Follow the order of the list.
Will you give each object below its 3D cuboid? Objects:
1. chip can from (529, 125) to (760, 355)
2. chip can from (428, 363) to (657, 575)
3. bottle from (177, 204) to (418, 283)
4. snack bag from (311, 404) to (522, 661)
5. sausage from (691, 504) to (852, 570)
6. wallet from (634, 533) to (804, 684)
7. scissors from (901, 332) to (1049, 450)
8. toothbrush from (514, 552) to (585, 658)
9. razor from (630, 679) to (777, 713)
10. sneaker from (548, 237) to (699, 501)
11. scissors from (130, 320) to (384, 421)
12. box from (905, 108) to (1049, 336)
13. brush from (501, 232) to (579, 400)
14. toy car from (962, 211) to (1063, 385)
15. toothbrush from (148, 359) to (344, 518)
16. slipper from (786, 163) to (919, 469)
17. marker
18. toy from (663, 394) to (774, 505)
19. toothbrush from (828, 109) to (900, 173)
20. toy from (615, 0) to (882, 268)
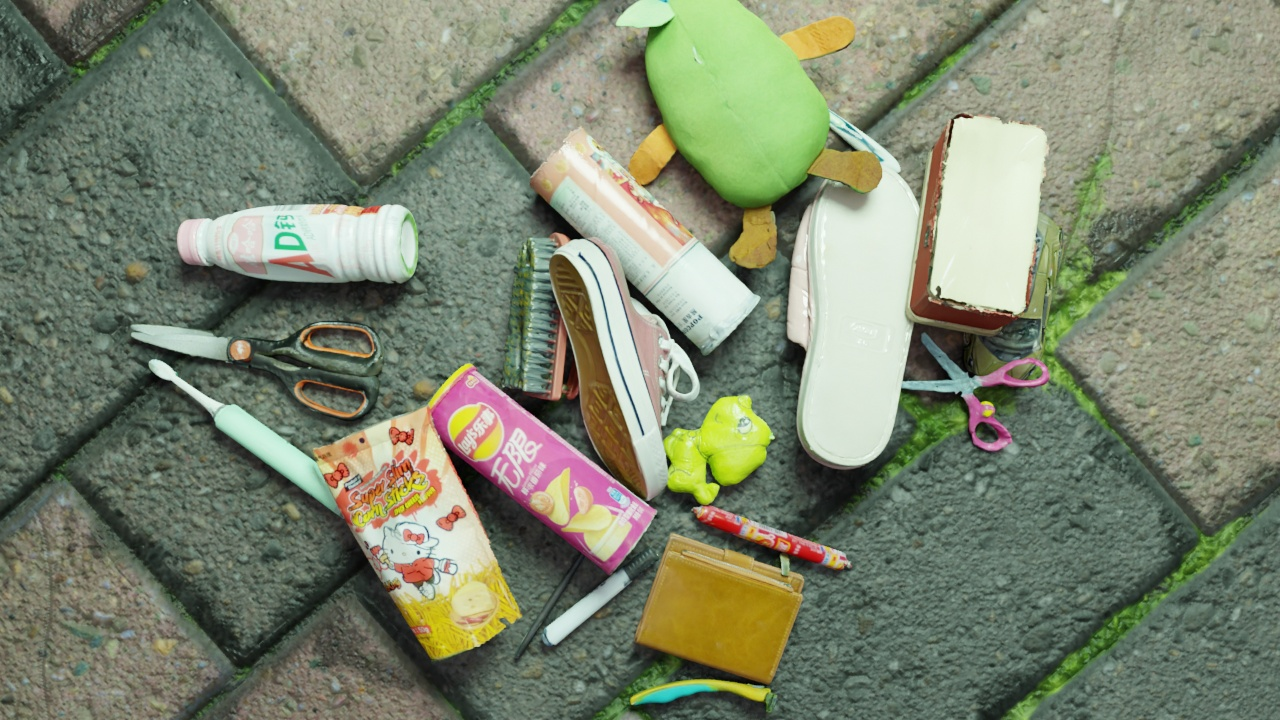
[{"bbox_3d":[0.003,-0.103,0.797,0.214,0.071,0.071,43,91,-1],"label":"chip can"},{"bbox_3d":[-0.088,0.094,0.794,0.210,0.071,0.071,38,91,3],"label":"chip can"},{"bbox_3d":[-0.298,-0.101,0.798,0.197,0.068,0.068,0,92,2],"label":"bottle"},{"bbox_3d":[-0.190,0.149,0.789,0.129,0.073,0.208,-21,101,21],"label":"snack bag"},{"bbox_3d":[0.119,0.161,0.833,0.156,0.020,0.020,19,92,-1],"label":"sausage"},{"bbox_3d":[0.074,0.219,0.827,0.130,0.035,0.119,19,92,-3],"label":"wallet"},{"bbox_3d":[0.299,0.020,0.817,0.126,0.017,0.133,-38,99,24],"label":"scissors"},{"bbox_3d":[-0.067,0.193,0.835,0.018,0.015,0.181,31,91,5],"label":"toothbrush"},{"bbox_3d":[0.057,0.305,0.833,0.132,0.043,0.028,-1,75,5],"label":"razor"},{"bbox_3d":[-0.005,0.005,0.781,0.087,0.118,0.241,-26,114,-27],"label":"sneaker"},{"bbox_3d":[-0.346,0.009,0.822,0.235,0.021,0.136,-10,93,-1],"label":"scissors"},{"bbox_3d":[0.281,-0.114,0.756,0.091,0.079,0.168,11,78,3],"label":"box"},{"bbox_3d":[-0.077,-0.039,0.808,0.069,0.063,0.146,6,90,-31],"label":"brush"},{"bbox_3d":[0.333,-0.055,0.819,0.070,0.042,0.158,7,95,0],"label":"toy car"},{"bbox_3d":[-0.347,0.068,0.822,0.224,0.027,0.026,36,87,-2],"label":"toothbrush"},{"bbox_3d":[0.186,-0.041,0.808,0.114,0.054,0.274,7,82,-5],"label":"slipper"},{"bbox_3d":[-0.037,0.215,0.834,0.131,0.022,0.018,-40,81,3],"label":"marker"},{"bbox_3d":[0.070,0.081,0.824,0.100,0.031,0.096,-4,92,4],"label":"toy"},{"bbox_3d":[0.157,-0.228,0.821,0.191,0.018,0.016,38,92,-1],"label":"toothbrush"},{"bbox_3d":[0.086,-0.213,0.786,0.227,0.090,0.246,-33,89,13],"label":"toy"}]
